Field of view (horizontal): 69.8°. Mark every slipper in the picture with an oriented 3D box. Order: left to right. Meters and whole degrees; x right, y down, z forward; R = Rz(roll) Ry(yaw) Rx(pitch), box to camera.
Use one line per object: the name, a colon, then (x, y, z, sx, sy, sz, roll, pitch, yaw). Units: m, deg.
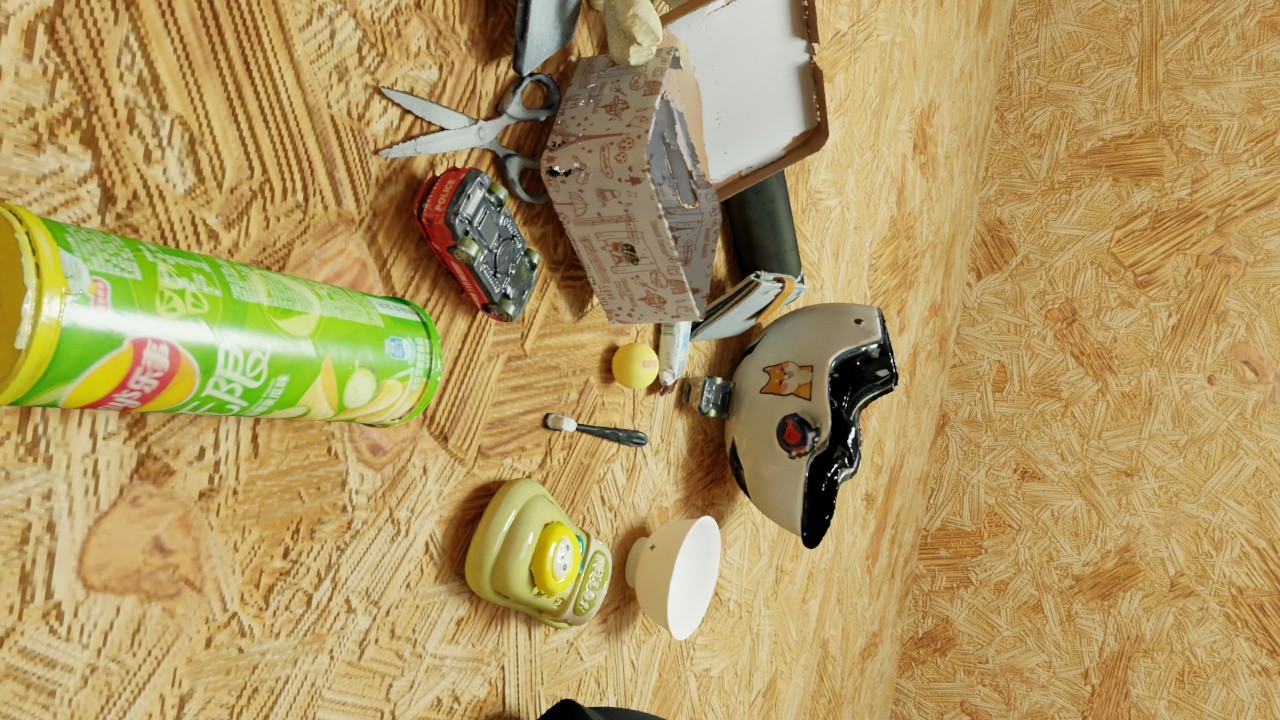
slipper: (-0.058, 0.153, 0.688, 0.190, 0.082, 0.091, 58, 45, -56)

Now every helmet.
helmet: (-0.035, 0.377, 0.647, 0.273, 0.230, 0.234, -37, 138, -44)
helmet: (0.176, 0.055, 1.031, 0.274, 0.157, 0.230, -67, 155, -3)

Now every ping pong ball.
ping pong ball: (-0.005, 0.005, 0.783, 0.040, 0.040, 0.040, -31, 126, -57)

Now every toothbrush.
toothbrush: (-0.030, 0.061, 0.782, 0.181, 0.018, 0.015, 22, 76, -64)

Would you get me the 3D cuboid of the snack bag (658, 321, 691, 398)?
snack bag: (0.032, -0.017, 0.863, 0.045, 0.026, 0.105, -28, 124, -69)

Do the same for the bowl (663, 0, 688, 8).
bowl: (0.042, -0.310, 0.721, 0.062, 0.113, 0.113, -46, 171, 31)

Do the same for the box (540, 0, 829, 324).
box: (0.038, -0.166, 0.703, 0.271, 0.130, 0.179, -51, 145, -21)

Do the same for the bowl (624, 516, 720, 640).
bowl: (0.025, 0.201, 0.882, 0.118, 0.065, 0.118, -31, 126, -56)

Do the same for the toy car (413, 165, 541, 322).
toy car: (-0.099, -0.070, 0.566, 0.052, 0.045, 0.120, -65, 156, -23)

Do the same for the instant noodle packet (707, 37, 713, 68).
instant noodle packet: (0.099, -0.332, 0.871, 0.110, 0.044, 0.128, -6, 105, -58)

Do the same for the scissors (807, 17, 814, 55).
scissors: (0.165, -0.308, 1.032, 0.224, 0.022, 0.221, -56, 145, -40)

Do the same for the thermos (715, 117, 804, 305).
thermos: (0.111, -0.156, 0.941, 0.089, 0.068, 0.243, -42, 137, -19)

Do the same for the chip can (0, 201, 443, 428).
chip can: (-0.177, -0.009, 0.402, 0.221, 0.073, 0.072, 12, 88, -63)

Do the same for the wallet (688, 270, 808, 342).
wallet: (0.109, -0.052, 0.929, 0.129, 0.107, 0.037, -9, 68, -61)

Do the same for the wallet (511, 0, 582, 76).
wallet: (-0.054, -0.249, 0.575, 0.097, 0.019, 0.121, -62, 167, -54)

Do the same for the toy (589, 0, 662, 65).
toy: (-0.006, -0.275, 0.630, 0.105, 0.066, 0.157, 101, -12, -66)

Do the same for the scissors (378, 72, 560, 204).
scissors: (-0.097, -0.140, 0.580, 0.162, 0.014, 0.166, -64, 149, -31)

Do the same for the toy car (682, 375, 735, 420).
toy car: (0.073, 0.038, 0.955, 0.090, 0.035, 0.042, 17, 85, -64)
